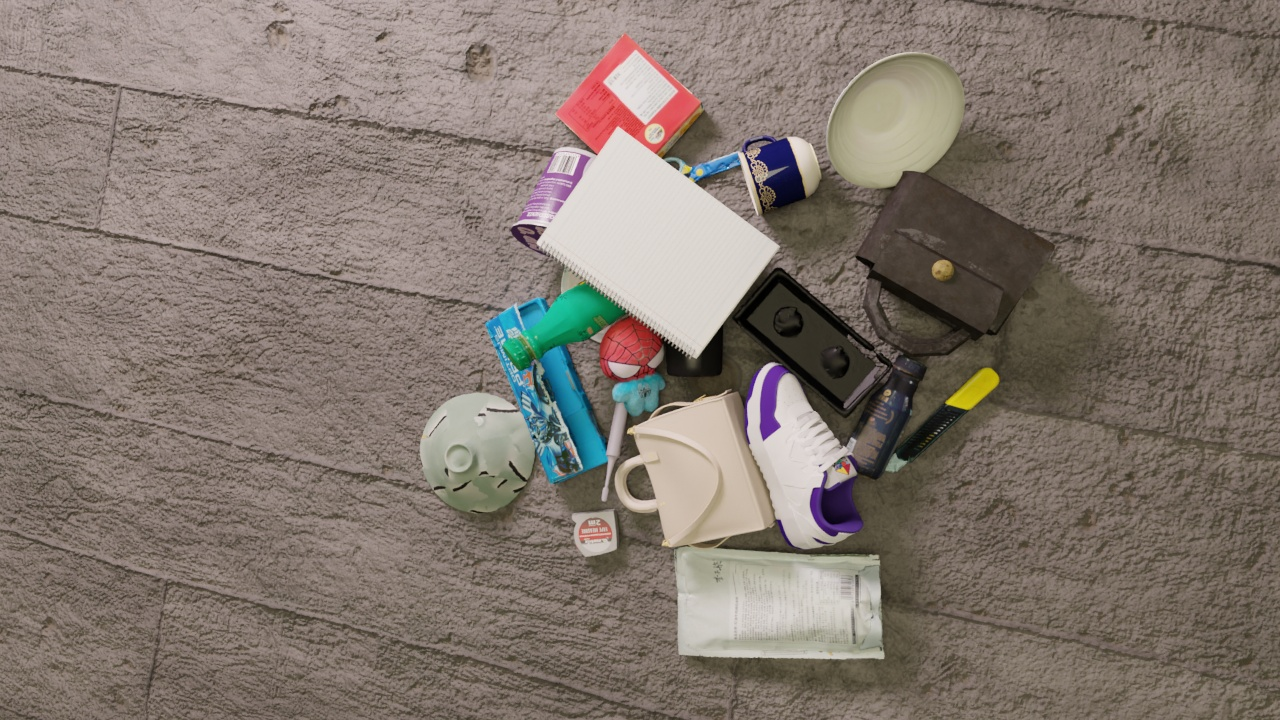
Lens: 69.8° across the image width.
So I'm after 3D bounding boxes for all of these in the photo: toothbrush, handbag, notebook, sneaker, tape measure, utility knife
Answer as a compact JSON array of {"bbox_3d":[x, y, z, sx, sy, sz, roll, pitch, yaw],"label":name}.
[{"bbox_3d":[-0.031,0.096,1.228,0.018,0.019,0.187,13,78,-9],"label":"toothbrush"},{"bbox_3d":[0.057,0.153,1.205,0.198,0.101,0.194,-19,87,23],"label":"handbag"},{"bbox_3d":[0.020,-0.140,1.131,0.245,0.013,0.178,36,99,-4],"label":"notebook"},{"bbox_3d":[0.212,0.118,1.145,0.111,0.091,0.244,-14,92,51],"label":"sneaker"},{"bbox_3d":[0.362,-0.103,1.128,0.197,0.102,0.199,31,96,9],"label":"handbag"},{"bbox_3d":[-0.060,0.235,1.257,0.060,0.020,0.062,-8,90,11],"label":"tape measure"},{"bbox_3d":[0.380,0.080,1.169,0.188,0.020,0.029,-44,81,7],"label":"utility knife"}]

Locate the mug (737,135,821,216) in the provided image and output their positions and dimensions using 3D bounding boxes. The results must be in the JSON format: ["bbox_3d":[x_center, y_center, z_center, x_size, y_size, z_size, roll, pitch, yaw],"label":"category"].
[{"bbox_3d":[0.178,-0.250,1.179,0.089,0.086,0.111,-18,61,8],"label":"mug"}]

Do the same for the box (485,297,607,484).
[{"bbox_3d":[-0.132,0.042,1.237,0.092,0.085,0.243,-24,86,12],"label":"box"}]

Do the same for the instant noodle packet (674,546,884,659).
[{"bbox_3d":[0.179,0.319,1.204,0.269,0.057,0.147,-2,88,16],"label":"instant noodle packet"}]

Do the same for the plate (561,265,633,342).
[{"bbox_3d":[-0.034,-0.100,1.252,0.157,0.014,0.157,0,90,11],"label":"plate"}]

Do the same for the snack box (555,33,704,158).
[{"bbox_3d":[-0.014,-0.334,1.232,0.145,0.040,0.143,44,98,7],"label":"snack box"}]

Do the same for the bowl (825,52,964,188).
[{"bbox_3d":[0.306,-0.305,1.138,0.176,0.057,0.177,-7,130,-8],"label":"bowl"}]

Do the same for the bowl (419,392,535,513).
[{"bbox_3d":[-0.238,0.130,1.268,0.174,0.067,0.174,0,91,13],"label":"bowl"}]

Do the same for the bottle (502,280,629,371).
[{"bbox_3d":[-0.080,-0.059,1.184,0.209,0.068,0.068,-34,84,-12],"label":"bottle"}]

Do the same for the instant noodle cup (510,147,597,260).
[{"bbox_3d":[-0.087,-0.206,1.211,0.137,0.122,0.121,15,77,12],"label":"instant noodle cup"}]

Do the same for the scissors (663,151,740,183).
[{"bbox_3d":[0.081,-0.247,1.229,0.131,0.022,0.070,-12,87,8],"label":"scissors"}]

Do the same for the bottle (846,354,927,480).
[{"bbox_3d":[0.311,0.071,1.164,0.056,0.056,0.161,26,96,10],"label":"bottle"}]

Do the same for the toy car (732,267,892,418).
[{"bbox_3d":[0.218,-0.023,1.174,0.192,0.071,0.094,41,96,8],"label":"toy car"}]

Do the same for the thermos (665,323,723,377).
[{"bbox_3d":[0.069,-0.091,1.192,0.106,0.105,0.218,1,96,11],"label":"thermos"}]

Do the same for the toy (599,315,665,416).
[{"bbox_3d":[-0.007,0.007,1.206,0.092,0.062,0.133,-14,95,-21],"label":"toy"}]
